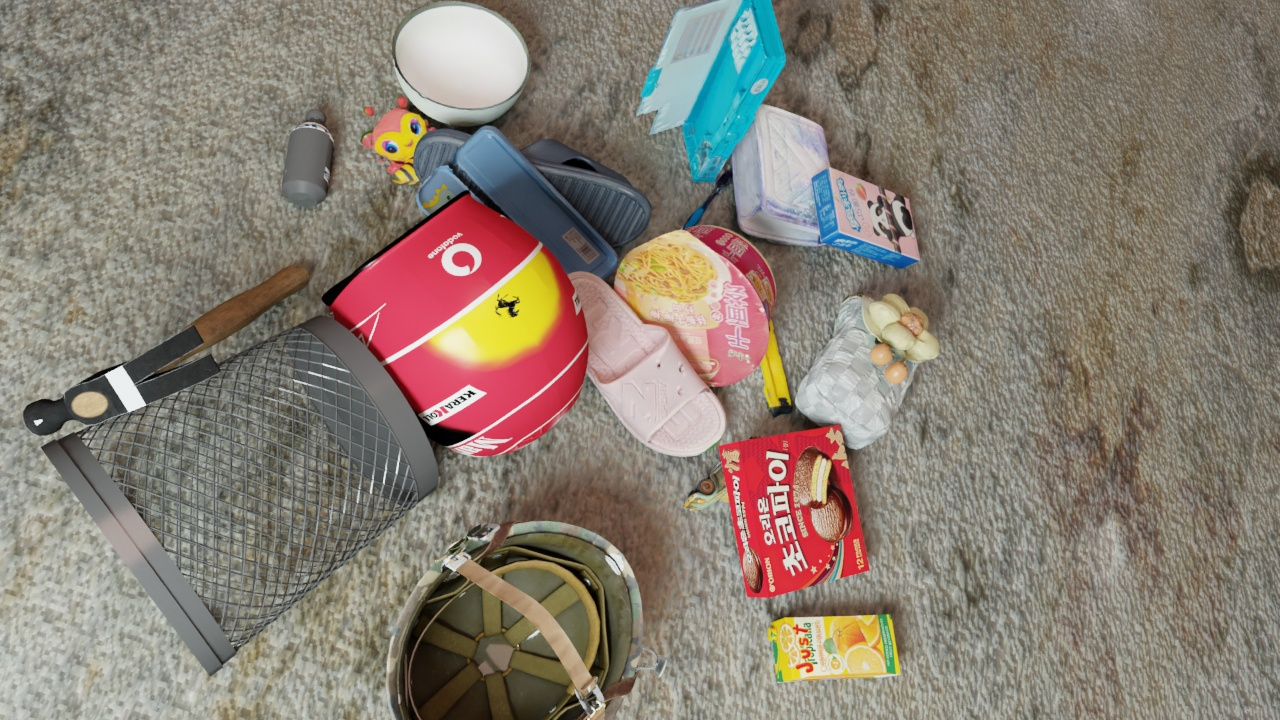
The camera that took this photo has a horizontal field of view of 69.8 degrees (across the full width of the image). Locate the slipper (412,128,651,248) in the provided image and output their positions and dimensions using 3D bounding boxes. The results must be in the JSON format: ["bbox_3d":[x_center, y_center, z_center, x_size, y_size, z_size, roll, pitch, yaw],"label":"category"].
[{"bbox_3d":[-0.117,-0.199,1.018,0.263,0.101,0.082,16,40,-13],"label":"slipper"}]

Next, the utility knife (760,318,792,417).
[{"bbox_3d":[0.139,-0.042,1.061,0.030,0.019,0.227,0,64,-25],"label":"utility knife"}]

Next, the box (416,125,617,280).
[{"bbox_3d":[-0.128,-0.138,0.971,0.122,0.047,0.209,-47,111,-5],"label":"box"}]

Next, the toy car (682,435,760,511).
[{"bbox_3d":[0.096,0.126,0.955,0.111,0.047,0.047,-38,76,-25],"label":"toy car"}]

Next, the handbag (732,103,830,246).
[{"bbox_3d":[0.178,-0.220,1.122,0.126,0.069,0.158,10,65,-28],"label":"handbag"}]

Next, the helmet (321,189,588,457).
[{"bbox_3d":[-0.161,-0.021,0.854,0.197,0.272,0.224,-43,105,-25],"label":"helmet"}]

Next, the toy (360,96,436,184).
[{"bbox_3d":[-0.261,-0.239,1.019,0.084,0.046,0.103,-21,78,-29],"label":"toy"}]

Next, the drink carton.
[{"bbox_3d":[0.191,0.288,0.916,0.122,0.041,0.058,2,67,-14],"label":"drink carton"}]

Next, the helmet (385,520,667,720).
[{"bbox_3d":[-0.097,0.230,0.749,0.224,0.237,0.192,-38,86,-15],"label":"helmet"}]

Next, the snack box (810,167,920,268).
[{"bbox_3d":[0.274,-0.170,1.109,0.154,0.033,0.088,11,65,-36],"label":"snack box"}]

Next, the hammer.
[{"bbox_3d":[-0.371,-0.028,0.798,0.132,0.304,0.040,-17,109,16],"label":"hammer"}]

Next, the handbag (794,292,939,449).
[{"bbox_3d":[0.254,0.006,1.009,0.112,0.124,0.171,38,57,-4],"label":"handbag"}]

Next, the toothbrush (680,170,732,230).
[{"bbox_3d":[0.060,-0.160,1.089,0.016,0.017,0.188,31,64,11],"label":"toothbrush"}]

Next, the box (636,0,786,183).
[{"bbox_3d":[0.061,-0.301,1.029,0.117,0.227,0.097,-2,68,-17],"label":"box"}]

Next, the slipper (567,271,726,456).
[{"bbox_3d":[-0.006,0.006,0.949,0.094,0.064,0.239,-43,92,-11],"label":"slipper"}]

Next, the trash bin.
[{"bbox_3d":[-0.319,0.099,0.767,0.226,0.218,0.218,-36,80,-30],"label":"trash bin"}]

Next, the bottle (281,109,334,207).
[{"bbox_3d":[-0.354,-0.219,0.983,0.047,0.047,0.112,5,65,-13],"label":"bottle"}]

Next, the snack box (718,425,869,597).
[{"bbox_3d":[0.157,0.151,0.935,0.132,0.036,0.152,-6,81,-31],"label":"snack box"}]

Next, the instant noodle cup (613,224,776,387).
[{"bbox_3d":[0.067,-0.066,0.973,0.178,0.179,0.077,38,47,3],"label":"instant noodle cup"}]

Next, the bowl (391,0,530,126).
[{"bbox_3d":[-0.207,-0.330,1.056,0.153,0.073,0.153,6,65,-13],"label":"bowl"}]
